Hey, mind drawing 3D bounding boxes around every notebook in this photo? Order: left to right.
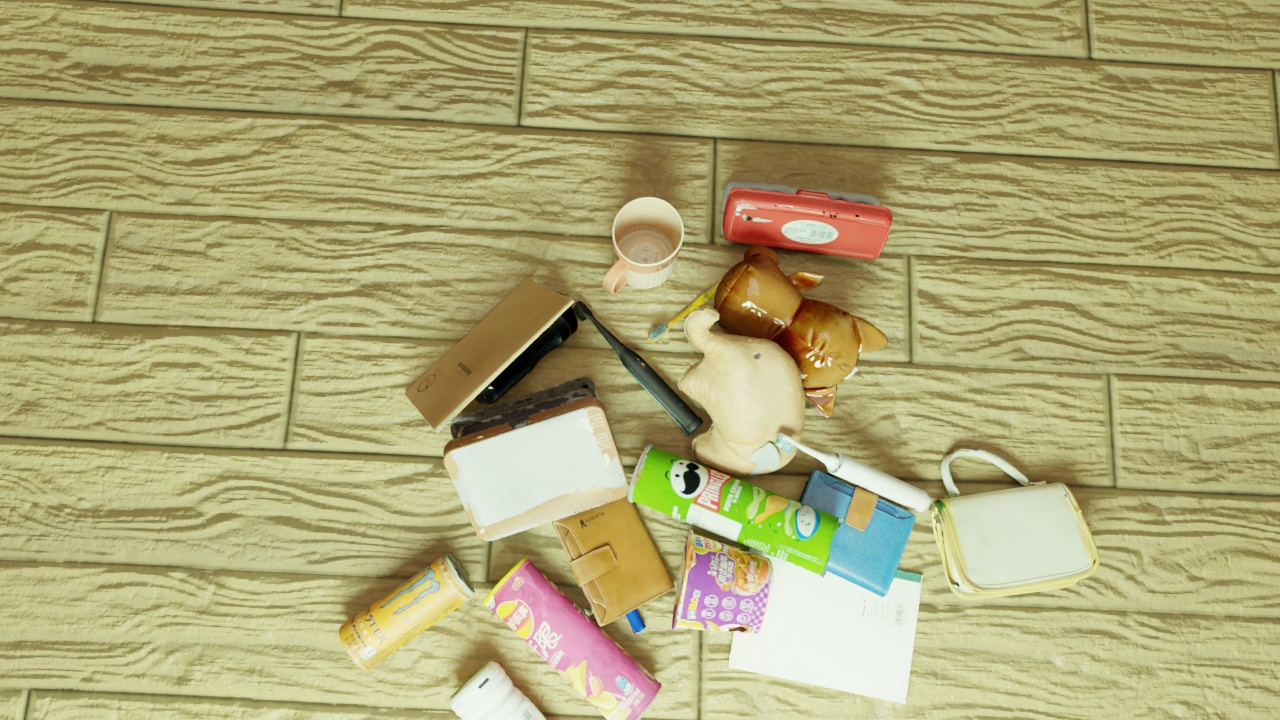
[{"bbox_3d":[-0.178,-0.012,1.059,0.207,0.148,0.008,-44,119,-9],"label":"notebook"},{"bbox_3d":[0.216,0.301,1.065,0.209,0.012,0.150,13,77,0],"label":"notebook"}]

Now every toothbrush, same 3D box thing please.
[{"bbox_3d":[-0.007,0.006,1.112,0.212,0.027,0.026,46,46,8],"label":"toothbrush"},{"bbox_3d":[0.085,-0.082,1.135,0.191,0.018,0.016,-37,84,-9],"label":"toothbrush"},{"bbox_3d":[0.244,0.126,1.050,0.221,0.027,0.026,24,83,-22],"label":"toothbrush"}]

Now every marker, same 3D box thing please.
[{"bbox_3d":[-0.034,0.247,1.066,0.017,0.017,0.145,-27,81,-7],"label":"marker"}]

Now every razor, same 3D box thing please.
[{"bbox_3d":[-0.138,-0.012,1.073,0.068,0.062,0.167,7,45,39],"label":"razor"}]

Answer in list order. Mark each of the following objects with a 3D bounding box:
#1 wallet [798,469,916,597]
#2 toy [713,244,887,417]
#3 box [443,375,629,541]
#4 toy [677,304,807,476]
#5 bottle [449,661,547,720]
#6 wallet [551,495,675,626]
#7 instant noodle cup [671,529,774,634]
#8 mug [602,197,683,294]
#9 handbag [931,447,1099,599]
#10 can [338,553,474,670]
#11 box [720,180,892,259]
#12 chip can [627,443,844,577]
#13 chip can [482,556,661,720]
[{"bbox_3d":[0.243,0.200,1.070,0.133,0.040,0.106,25,76,4],"label":"wallet"},{"bbox_3d":[0.180,-0.038,1.084,0.199,0.130,0.140,36,108,15],"label":"toy"},{"bbox_3d":[-0.117,0.108,1.014,0.182,0.168,0.150,-18,78,-6],"label":"box"},{"bbox_3d":[0.115,0.030,1.034,0.143,0.082,0.226,-12,116,3],"label":"toy"},{"bbox_3d":[-0.122,0.424,1.003,0.068,0.068,0.197,-41,86,-9],"label":"bottle"},{"bbox_3d":[-0.037,0.225,1.046,0.118,0.035,0.130,-20,78,-34],"label":"wallet"},{"bbox_3d":[0.092,0.253,1.018,0.099,0.112,0.111,12,78,3],"label":"instant noodle cup"},{"bbox_3d":[-0.003,-0.126,1.096,0.081,0.106,0.114,38,80,6],"label":"mug"},{"bbox_3d":[0.426,0.185,1.080,0.163,0.063,0.178,-8,64,-4],"label":"handbag"},{"bbox_3d":[-0.262,0.282,1.030,0.146,0.058,0.058,-34,82,-8],"label":"can"},{"bbox_3d":[0.203,-0.186,1.139,0.201,0.095,0.099,7,51,1],"label":"box"},{"bbox_3d":[0.106,0.169,1.037,0.236,0.072,0.072,20,78,13],"label":"chip can"},{"bbox_3d":[-0.075,0.315,1.023,0.210,0.071,0.071,41,80,6],"label":"chip can"}]
